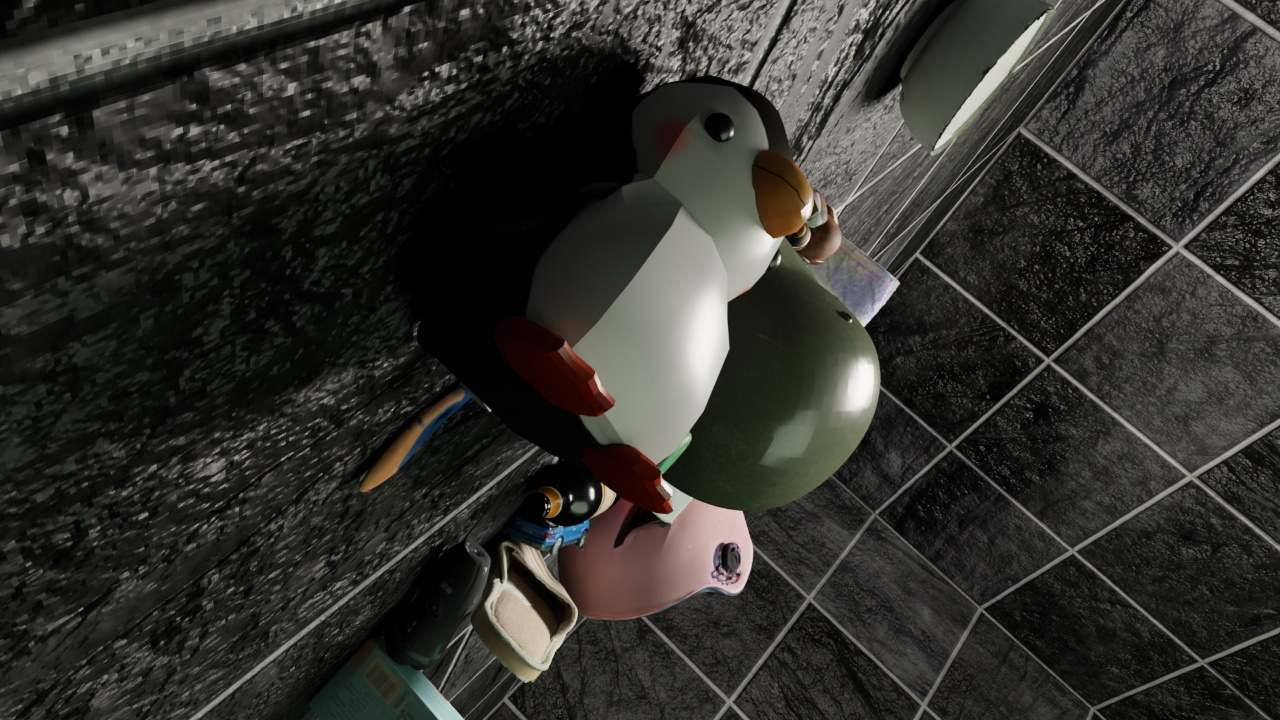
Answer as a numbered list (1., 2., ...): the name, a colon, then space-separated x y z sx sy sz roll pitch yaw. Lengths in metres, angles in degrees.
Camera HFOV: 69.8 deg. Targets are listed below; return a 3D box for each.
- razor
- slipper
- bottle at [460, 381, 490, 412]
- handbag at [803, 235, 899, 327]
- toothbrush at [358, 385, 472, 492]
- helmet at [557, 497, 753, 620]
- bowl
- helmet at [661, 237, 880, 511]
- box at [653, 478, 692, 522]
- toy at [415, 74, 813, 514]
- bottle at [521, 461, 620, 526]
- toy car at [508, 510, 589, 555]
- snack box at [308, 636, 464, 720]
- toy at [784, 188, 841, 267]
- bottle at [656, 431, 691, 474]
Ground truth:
1. razor: -0.173 0.208 0.776 0.141 0.053 0.063 -56 170 29
2. slipper: -0.107 0.228 0.887 0.052 0.115 0.263 -43 -178 1
3. bottle: -0.017 -0.048 0.491 0.195 0.052 0.052 -45 168 -14
4. handbag: 0.170 -0.057 0.951 0.159 0.126 0.069 -51 170 9
5. toothbrush: -0.105 0.025 0.513 0.134 0.017 0.022 -41 163 -17
6. helmet: 0.012 0.199 1.078 0.230 0.152 0.254 0 -165 37
7. bowl: 0.286 -0.265 0.818 0.153 0.073 0.153 -46 168 -13
8. helmet: 0.091 0.025 0.698 0.267 0.154 0.227 -4 128 -54
9. box: 0.047 0.038 0.818 0.197 0.136 0.044 -48 -157 -4
10. toy: -0.006 -0.051 0.416 0.183 0.140 0.159 -53 138 -21
11. bottle: -0.067 0.125 0.864 0.059 0.059 0.181 -50 168 10
12. toy car: -0.088 0.167 0.936 0.043 0.056 0.120 -71 162 0
13. snack box: -0.193 0.321 0.774 0.075 0.174 0.053 -47 162 -6
14. toy: 0.142 -0.103 0.878 0.113 0.067 0.087 -35 158 17
15. bottle: -0.021 0.026 0.572 0.043 0.111 0.043 -45 167 -13
